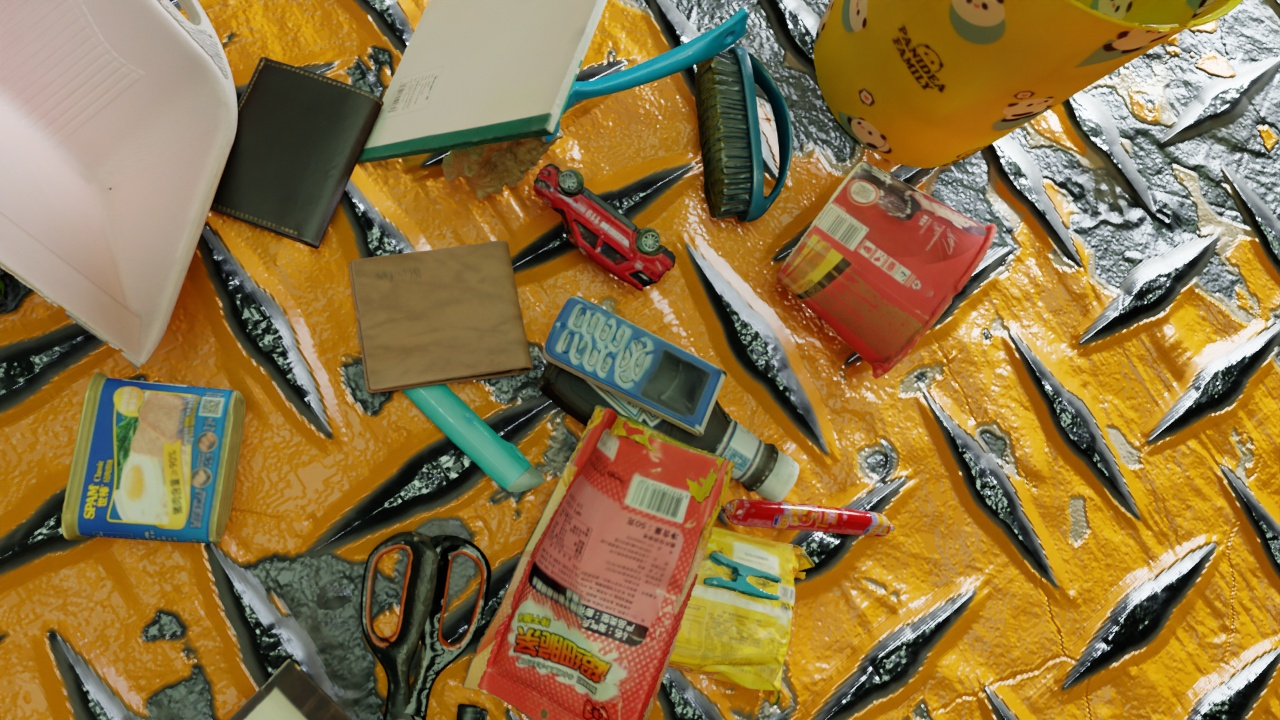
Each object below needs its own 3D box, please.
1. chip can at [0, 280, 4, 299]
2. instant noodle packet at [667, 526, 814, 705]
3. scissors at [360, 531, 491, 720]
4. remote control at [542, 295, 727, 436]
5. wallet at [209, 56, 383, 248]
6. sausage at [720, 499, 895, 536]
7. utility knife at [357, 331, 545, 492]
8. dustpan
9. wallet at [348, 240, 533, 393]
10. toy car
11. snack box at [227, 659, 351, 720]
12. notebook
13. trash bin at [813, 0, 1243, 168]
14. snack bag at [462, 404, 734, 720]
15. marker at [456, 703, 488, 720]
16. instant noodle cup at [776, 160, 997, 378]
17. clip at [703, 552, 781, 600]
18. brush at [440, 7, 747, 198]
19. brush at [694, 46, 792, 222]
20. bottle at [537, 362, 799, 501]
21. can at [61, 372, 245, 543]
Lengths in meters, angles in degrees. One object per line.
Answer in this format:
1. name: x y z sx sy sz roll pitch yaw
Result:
1. chip can: -0.441 -0.137 0.575 0.072 0.073 0.221 -4 78 -14
2. instant noodle packet: 0.052 0.169 0.639 0.128 0.044 0.110 19 72 -11
3. scissors: -0.136 0.227 0.591 0.124 0.022 0.234 -10 80 -16
4. remote control: -0.004 0.004 0.626 0.125 0.024 0.049 27 71 -7
5. wallet: -0.249 -0.149 0.649 0.096 0.020 0.122 19 75 0
6. sausage: 0.125 0.114 0.667 0.155 0.020 0.020 9 75 -25
7. utility knife: -0.136 0.033 0.641 0.171 0.013 0.029 44 69 3
8. dustpan: -0.322 -0.168 0.517 0.139 0.222 0.273 -38 46 -2
9. wallet: -0.141 -0.032 0.646 0.115 0.020 0.101 -9 73 -16
10. toy car: -0.030 -0.097 0.674 0.120 0.053 0.045 39 88 -7
11. snack box: -0.209 0.258 0.541 0.113 0.053 0.125 44 79 3
12. notebook: -0.107 -0.206 0.618 0.012 0.209 0.150 34 68 -44
13. trash bin: 0.265 -0.278 0.679 0.229 0.256 0.229 3 76 -13
14. snack bag: -0.024 0.141 0.589 0.129 0.073 0.208 20 87 24
15. marker: -0.114 0.288 0.585 0.022 0.018 0.130 9 75 -21
16. instant noodle cup: 0.176 -0.075 0.681 0.108 0.138 0.137 37 72 5
17. clip: 0.070 0.148 0.620 0.057 0.014 0.046 17 66 -11
18. brush: -0.030 -0.194 0.667 0.254 0.083 0.046 -28 67 -9
19. brush: 0.082 -0.177 0.718 0.073 0.055 0.143 -3 78 -14
20. bottle: 0.025 0.040 0.662 0.195 0.044 0.079 31 73 -6
21. can: -0.299 0.064 0.572 0.083 0.057 0.102 7 76 -15
